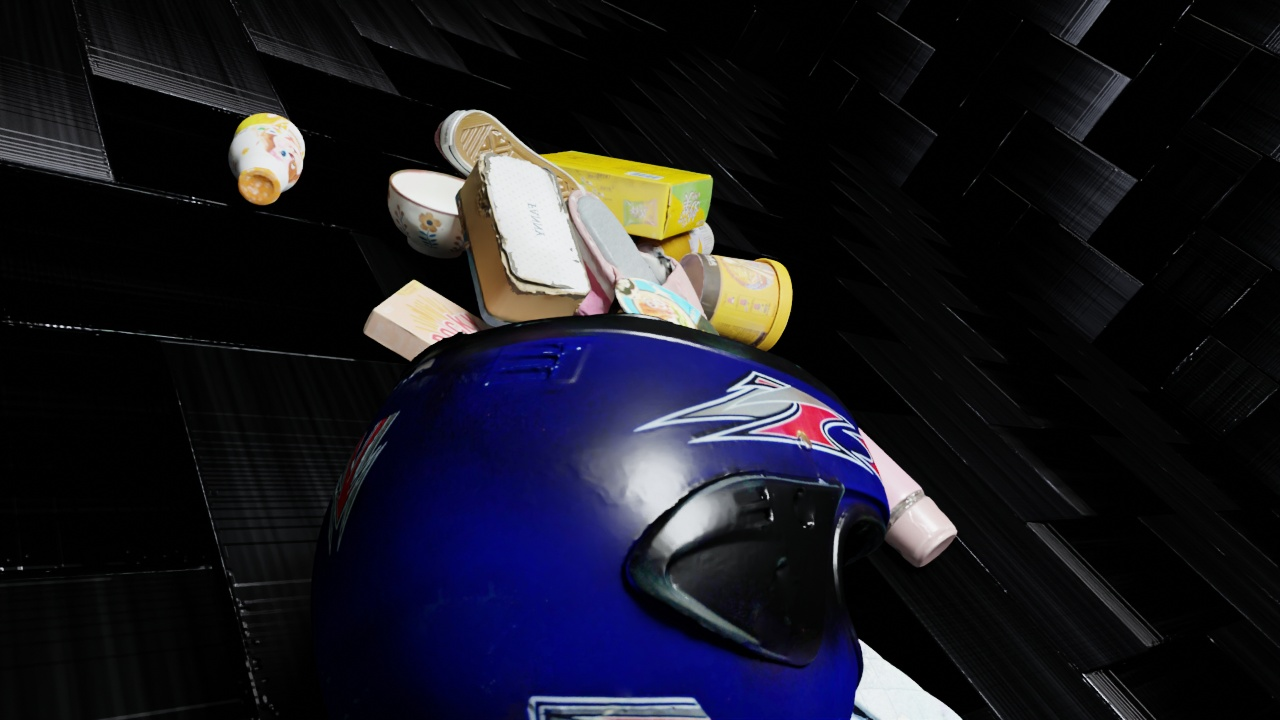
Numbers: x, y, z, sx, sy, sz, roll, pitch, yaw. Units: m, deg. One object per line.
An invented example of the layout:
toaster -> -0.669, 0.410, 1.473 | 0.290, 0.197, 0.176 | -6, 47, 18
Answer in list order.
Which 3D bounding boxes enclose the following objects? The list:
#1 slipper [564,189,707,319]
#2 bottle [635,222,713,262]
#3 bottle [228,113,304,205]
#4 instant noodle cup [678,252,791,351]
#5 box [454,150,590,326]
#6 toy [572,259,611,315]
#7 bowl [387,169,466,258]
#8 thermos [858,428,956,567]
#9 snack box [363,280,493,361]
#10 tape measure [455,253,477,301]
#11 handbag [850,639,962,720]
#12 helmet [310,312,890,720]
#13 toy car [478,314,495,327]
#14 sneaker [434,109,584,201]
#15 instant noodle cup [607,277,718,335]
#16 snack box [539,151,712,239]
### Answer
slipper -> 0.017, -0.061, 0.922 | 0.274, 0.055, 0.114 | 56, 29, 1
bottle -> 0.040, -0.149, 1.217 | 0.068, 0.068, 0.189 | 38, 25, 10
bottle -> -0.342, -0.181, 0.836 | 0.063, 0.063, 0.108 | 19, 28, -27
instant noodle cup -> 0.102, -0.073, 1.108 | 0.114, 0.119, 0.118 | 10, 33, -25
box -> -0.107, -0.103, 0.834 | 0.089, 0.064, 0.184 | 10, 50, -33
toy -> -0.057, -0.084, 0.979 | 0.178, 0.075, 0.194 | 41, 22, 3
bowl -> -0.200, -0.141, 0.921 | 0.113, 0.062, 0.113 | 16, 27, -8
thermos -> 0.240, 0.128, 0.963 | 0.198, 0.067, 0.087 | 46, -1, 28
snack box -> -0.150, -0.008, 0.790 | 0.157, 0.026, 0.084 | 32, 25, -3
tape measure -> -0.152, -0.084, 0.909 | 0.057, 0.039, 0.057 | 19, 29, -28
handbag -> 0.168, 0.265, 0.609 | 0.194, 0.076, 0.134 | 37, 25, 7
helmet -> -0.002, 0.129, 0.465 | 0.315, 0.248, 0.240 | 15, 59, -35
toy car -> -0.107, -0.021, 0.845 | 0.091, 0.043, 0.036 | 33, 28, -1
sneaker -> -0.141, -0.189, 1.030 | 0.088, 0.118, 0.241 | 14, -20, 49
instant noodle cup -> -0.005, 0.005, 0.825 | 0.111, 0.121, 0.111 | 27, 26, -15
snack box -> -0.034, -0.212, 1.156 | 0.210, 0.070, 0.157 | 14, 19, 20
